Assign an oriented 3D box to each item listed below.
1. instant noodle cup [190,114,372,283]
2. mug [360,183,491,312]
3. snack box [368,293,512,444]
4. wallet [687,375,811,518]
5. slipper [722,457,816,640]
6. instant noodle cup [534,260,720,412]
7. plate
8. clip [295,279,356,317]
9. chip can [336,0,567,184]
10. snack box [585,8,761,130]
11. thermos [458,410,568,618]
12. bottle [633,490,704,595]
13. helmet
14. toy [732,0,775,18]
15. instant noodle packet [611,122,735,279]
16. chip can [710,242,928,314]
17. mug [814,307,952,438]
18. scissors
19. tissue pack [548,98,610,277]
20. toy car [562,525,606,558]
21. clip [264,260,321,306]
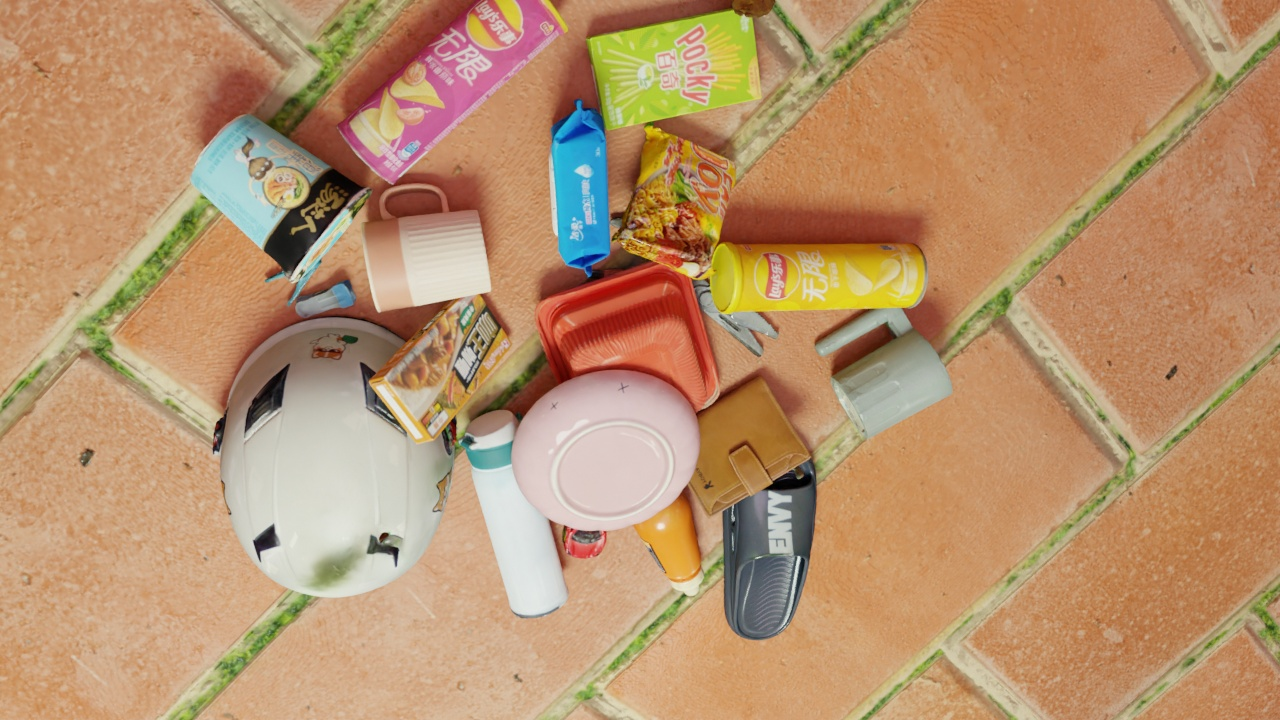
[{"bbox_3d":[-0.318,-0.146,0.800,0.120,0.111,0.111,39,98,-14],"label":"instant noodle cup"},{"bbox_3d":[-0.201,-0.109,0.855,0.106,0.082,0.114,-10,82,-10],"label":"mug"},{"bbox_3d":[-0.184,0.002,0.863,0.026,0.153,0.075,-15,118,36],"label":"snack box"},{"bbox_3d":[0.106,0.099,0.989,0.130,0.035,0.119,-31,73,0],"label":"wallet"},{"bbox_3d":[0.154,0.216,1.041,0.110,0.083,0.268,-3,111,-13],"label":"slipper"},{"bbox_3d":[-0.005,0.005,0.926,0.164,0.079,0.189,-20,123,0],"label":"instant noodle cup"},{"bbox_3d":[-0.030,0.100,0.906,0.192,0.039,0.193,-6,122,-9],"label":"plate"},{"bbox_3d":[-0.303,-0.057,0.879,0.058,0.042,0.026,-20,114,-1],"label":"clip"},{"bbox_3d":[-0.166,-0.250,0.807,0.210,0.071,0.071,-40,113,5],"label":"chip can"},{"bbox_3d":[0.033,-0.276,0.865,0.156,0.026,0.086,-13,113,-7],"label":"snack box"},{"bbox_3d":[-0.130,0.161,0.970,0.073,0.073,0.224,-14,112,-7],"label":"thermos"},{"bbox_3d":[0.038,0.208,1.028,0.066,0.066,0.149,-22,120,-3],"label":"bottle"},{"bbox_3d":[-0.289,0.110,0.868,0.230,0.157,0.274,0,110,-13],"label":"helmet"},{"bbox_3d":[0.053,-0.424,0.781,0.246,0.090,0.227,38,98,-18],"label":"toy"},{"bbox_3d":[0.038,-0.152,0.881,0.110,0.044,0.128,21,74,-20],"label":"instant noodle packet"},{"bbox_3d":[0.181,-0.084,0.934,0.213,0.072,0.072,-2,110,-15],"label":"chip can"},{"bbox_3d":[0.261,0.009,0.997,0.103,0.083,0.124,-30,86,1],"label":"mug"},{"bbox_3d":[0.047,-0.065,0.952,0.206,0.015,0.202,-16,112,-7],"label":"scissors"},{"bbox_3d":[-0.058,-0.164,0.850,0.052,0.095,0.157,-3,110,-5],"label":"tissue pack"},{"bbox_3d":[-0.057,0.173,1.009,0.049,0.031,0.106,6,110,-13],"label":"toy car"},{"bbox_3d":[-0.324,-0.079,0.869,0.054,0.013,0.033,-35,114,4],"label":"clip"}]
